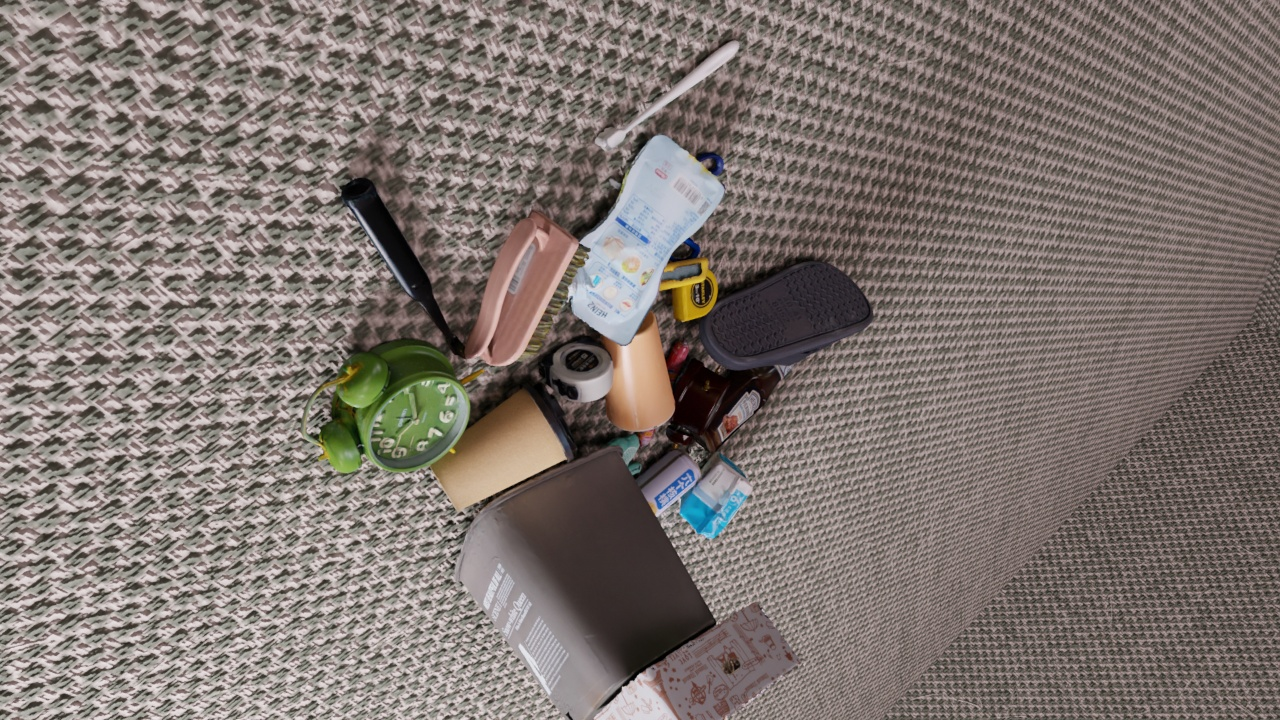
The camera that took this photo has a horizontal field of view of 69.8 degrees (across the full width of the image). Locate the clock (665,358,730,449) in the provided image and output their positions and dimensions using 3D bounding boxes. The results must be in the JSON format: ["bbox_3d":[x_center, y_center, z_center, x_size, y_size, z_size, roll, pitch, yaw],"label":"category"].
[{"bbox_3d":[0.062,0.054,1.090,0.081,0.055,0.122,-49,164,-54],"label":"clock"}]

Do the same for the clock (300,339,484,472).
[{"bbox_3d":[-0.221,0.043,0.808,0.161,0.056,0.116,0,119,-45],"label":"clock"}]

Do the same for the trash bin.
[{"bbox_3d":[-0.057,0.247,0.977,0.198,0.219,0.200,-21,153,-33],"label":"trash bin"}]

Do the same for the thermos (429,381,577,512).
[{"bbox_3d":[-0.135,0.086,0.913,0.143,0.093,0.093,-31,140,-11],"label":"thermos"}]

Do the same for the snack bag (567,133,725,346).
[{"bbox_3d":[-0.002,-0.115,0.893,0.110,0.039,0.191,32,95,-41],"label":"snack bag"}]

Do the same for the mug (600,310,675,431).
[{"bbox_3d":[-0.006,0.006,0.987,0.078,0.078,0.123,-30,134,-26],"label":"mug"}]

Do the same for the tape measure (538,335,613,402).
[{"bbox_3d":[-0.061,0.011,0.938,0.065,0.066,0.034,-29,139,-27],"label":"tape measure"}]

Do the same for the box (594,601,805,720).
[{"bbox_3d":[0.040,0.382,0.951,0.177,0.106,0.273,-16,137,-42],"label":"box"}]

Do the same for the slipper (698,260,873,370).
[{"bbox_3d":[0.167,-0.046,1.116,0.267,0.110,0.084,-19,163,-34],"label":"slipper"}]

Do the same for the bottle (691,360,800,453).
[{"bbox_3d":[0.144,0.034,1.188,0.194,0.044,0.080,-42,146,-14],"label":"bottle"}]

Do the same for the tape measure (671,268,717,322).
[{"bbox_3d":[0.057,-0.077,1.014,0.057,0.029,0.060,-18,112,-37],"label":"tape measure"}]

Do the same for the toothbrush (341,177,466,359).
[{"bbox_3d":[-0.190,-0.067,0.772,0.026,0.027,0.213,-47,145,-19],"label":"toothbrush"}]

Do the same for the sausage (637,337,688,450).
[{"bbox_3d":[0.024,0.041,1.090,0.020,0.020,0.156,-1,121,-45],"label":"sausage"}]

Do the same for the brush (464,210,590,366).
[{"bbox_3d":[-0.109,-0.060,0.833,0.073,0.063,0.146,7,117,-53],"label":"brush"}]

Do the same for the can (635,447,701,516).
[{"bbox_3d":[0.012,0.169,1.155,0.134,0.053,0.053,-38,141,-17],"label":"can"}]

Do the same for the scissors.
[{"bbox_3d":[0.025,-0.152,0.935,0.162,0.012,0.176,-48,142,-2],"label":"scissors"}]

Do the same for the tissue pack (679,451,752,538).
[{"bbox_3d":[0.099,0.177,1.203,0.090,0.063,0.140,-53,179,2],"label":"tissue pack"}]

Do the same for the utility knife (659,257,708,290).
[{"bbox_3d":[0.010,-0.087,0.952,0.154,0.015,0.033,-14,99,-30],"label":"utility knife"}]

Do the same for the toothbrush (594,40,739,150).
[{"bbox_3d":[0.027,-0.250,0.856,0.179,0.016,0.016,-41,144,-17],"label":"toothbrush"}]

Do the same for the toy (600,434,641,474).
[{"bbox_3d":[-0.026,0.125,1.102,0.096,0.030,0.092,-15,136,-48],"label":"toy"}]
